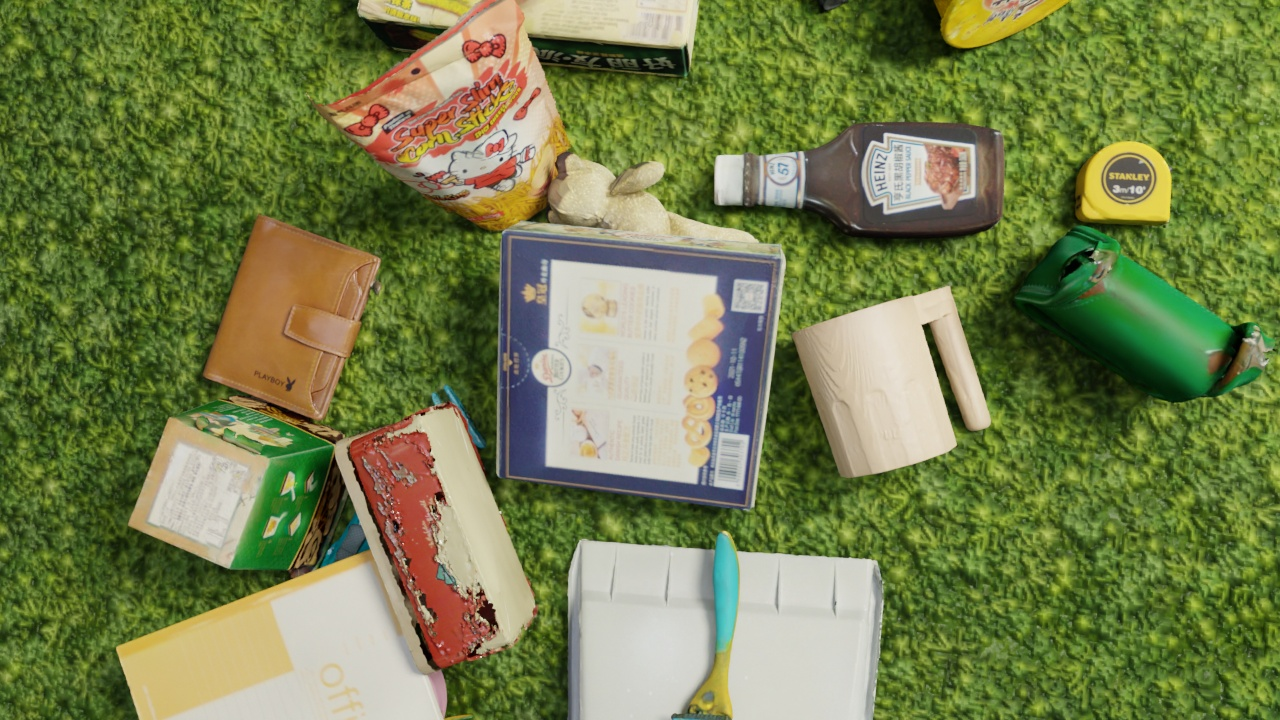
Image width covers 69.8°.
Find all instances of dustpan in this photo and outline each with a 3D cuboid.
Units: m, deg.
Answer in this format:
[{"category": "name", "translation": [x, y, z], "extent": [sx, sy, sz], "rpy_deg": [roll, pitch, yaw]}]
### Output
[{"category": "dustpan", "translation": [0.052, 0.281, 0.650], "extent": [0.223, 0.143, 0.257], "rpy_deg": [3, 58, 6]}]

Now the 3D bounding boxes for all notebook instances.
[{"category": "notebook", "translation": [-0.244, 0.229, 0.623], "extent": [0.206, 0.010, 0.146], "rpy_deg": [-21, 85, 6]}]

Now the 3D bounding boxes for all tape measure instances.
[{"category": "tape measure", "translation": [0.331, -0.120, 0.631], "extent": [0.060, 0.029, 0.057], "rpy_deg": [4, 88, 6]}]

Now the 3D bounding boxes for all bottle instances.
[{"category": "bottle", "translation": [0.150, -0.126, 0.644], "extent": [0.195, 0.044, 0.080], "rpy_deg": [2, 86, 7]}]

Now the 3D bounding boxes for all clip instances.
[{"category": "clip", "translation": [-0.136, 0.045, 0.679], "extent": [0.047, 0.014, 0.057], "rpy_deg": [-31, 86, 6]}]

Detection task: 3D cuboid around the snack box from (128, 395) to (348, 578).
[{"category": "snack box", "translation": [-0.285, 0.091, 0.646], "extent": [0.118, 0.105, 0.117], "rpy_deg": [20, 90, 7]}]

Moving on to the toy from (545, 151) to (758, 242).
[{"category": "toy", "translation": [0.008, -0.096, 0.653], "extent": [0.157, 0.066, 0.105], "rpy_deg": [24, 132, 3]}]

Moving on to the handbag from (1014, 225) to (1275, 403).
[{"category": "handbag", "translation": [0.318, -0.030, 0.583], "extent": [0.131, 0.120, 0.068], "rpy_deg": [36, 96, 5]}]

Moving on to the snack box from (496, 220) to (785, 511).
[{"category": "snack box", "translation": [-0.004, 0.004, 0.620], "extent": [0.182, 0.045, 0.178], "rpy_deg": [7, 111, 6]}]

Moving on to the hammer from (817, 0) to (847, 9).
[{"category": "hammer", "translation": [0.077, -0.393, 0.670], "extent": [0.129, 0.033, 0.300], "rpy_deg": [-27, 85, 5]}]

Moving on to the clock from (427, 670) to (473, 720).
[{"category": "clock", "translation": [-0.208, 0.235, 0.655], "extent": [0.158, 0.060, 0.117], "rpy_deg": [44, 93, 5]}]

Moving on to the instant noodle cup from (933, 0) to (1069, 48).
[{"category": "instant noodle cup", "translation": [0.239, -0.294, 0.603], "extent": [0.138, 0.138, 0.109], "rpy_deg": [-25, 77, 4]}]

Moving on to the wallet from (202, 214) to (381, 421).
[{"category": "wallet", "translation": [-0.255, -0.030, 0.689], "extent": [0.119, 0.035, 0.130], "rpy_deg": [19, 90, 12]}]

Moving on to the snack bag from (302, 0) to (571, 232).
[{"category": "snack bag", "translation": [-0.111, -0.150, 0.590], "extent": [0.128, 0.208, 0.073], "rpy_deg": [-25, 80, 3]}]

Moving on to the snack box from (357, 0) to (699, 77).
[{"category": "snack box", "translation": [-0.075, -0.280, 0.665], "extent": [0.240, 0.063, 0.114], "rpy_deg": [7, 87, 6]}]

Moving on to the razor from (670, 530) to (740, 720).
[{"category": "razor", "translation": [0.052, 0.179, 0.613], "extent": [0.043, 0.028, 0.132], "rpy_deg": [-13, 55, 35]}]

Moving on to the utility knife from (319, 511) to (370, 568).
[{"category": "utility knife", "translation": [-0.197, 0.109, 0.682], "extent": [0.029, 0.013, 0.151], "rpy_deg": [31, 90, 0]}]

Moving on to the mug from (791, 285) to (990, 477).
[{"category": "mug", "translation": [0.175, 0.013, 0.623], "extent": [0.124, 0.084, 0.103], "rpy_deg": [-16, 87, -22]}]

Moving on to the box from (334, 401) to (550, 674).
[{"category": "box", "translation": [-0.130, 0.116, 0.628], "extent": [0.080, 0.091, 0.168], "rpy_deg": [-21, 91, 9]}]
